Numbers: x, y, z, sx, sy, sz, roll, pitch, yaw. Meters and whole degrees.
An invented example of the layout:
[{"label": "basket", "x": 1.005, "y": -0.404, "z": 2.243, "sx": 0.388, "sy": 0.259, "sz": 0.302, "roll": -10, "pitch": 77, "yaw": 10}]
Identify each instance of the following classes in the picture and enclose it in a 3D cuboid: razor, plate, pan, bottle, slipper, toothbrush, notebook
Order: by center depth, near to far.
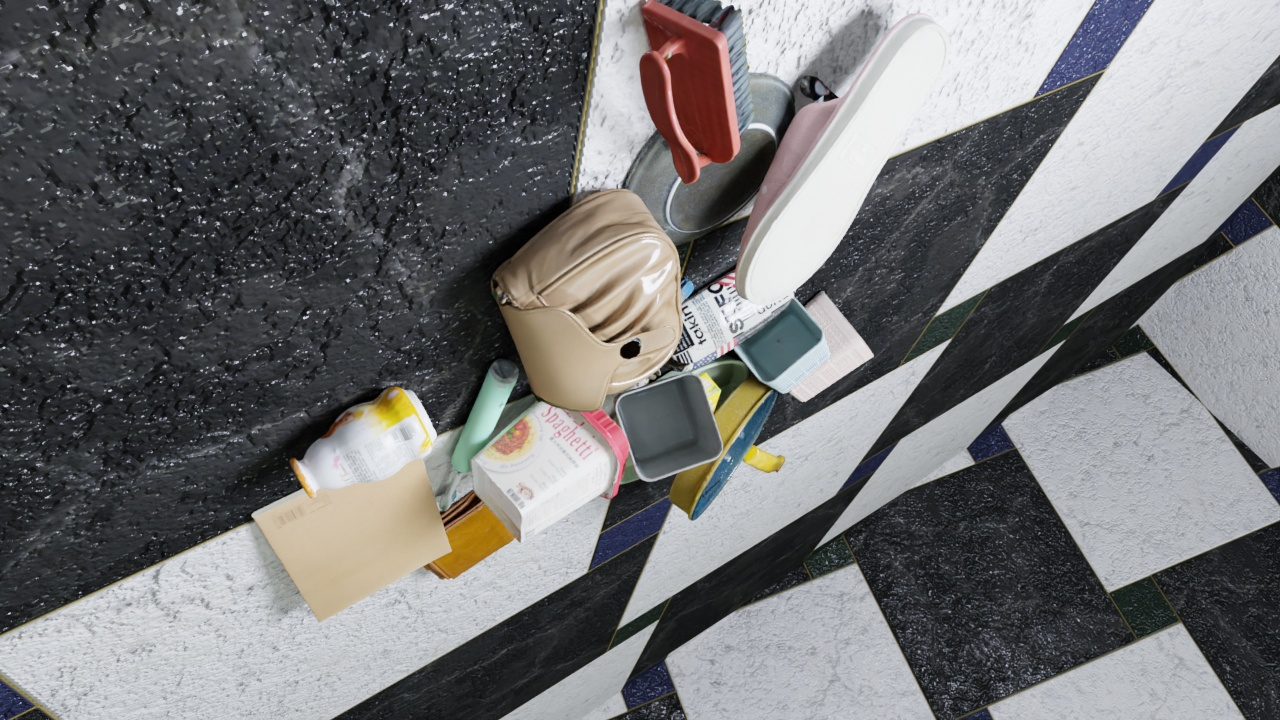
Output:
[{"label": "bottle", "x": -0.220, "y": 0.068, "z": 0.727, "sx": 0.108, "sy": 0.063, "sz": 0.063, "roll": -30, "pitch": 155, "yaw": -18}, {"label": "plate", "x": 0.063, "y": -0.156, "z": 0.764, "sx": 0.179, "sy": 0.024, "sz": 0.180, "roll": -31, "pitch": 156, "yaw": -16}, {"label": "slipper", "x": 0.158, "y": -0.167, "z": 0.779, "sx": 0.114, "sy": 0.054, "sz": 0.275, "roll": 5, "pitch": 124, "yaw": -47}, {"label": "razor", "x": 0.177, "y": -0.218, "z": 0.800, "sx": 0.142, "sy": 0.022, "sz": 0.042, "roll": 12, "pitch": 89, "yaw": -54}, {"label": "notebook", "x": -0.263, "y": 0.165, "z": 0.871, "sx": 0.149, "sy": 0.012, "sz": 0.212, "roll": -27, "pitch": 146, "yaw": -21}, {"label": "toothbrush", "x": -0.161, "y": 0.080, "z": 0.877, "sx": 0.027, "sy": 0.026, "sz": 0.225, "roll": -47, "pitch": 170, "yaw": -49}, {"label": "plate", "x": 0.036, "y": 0.072, "z": 1.135, "sx": 0.230, "sy": 0.027, "sz": 0.231, "roll": -30, "pitch": 155, "yaw": -16}, {"label": "pan", "x": 0.139, "y": 0.125, "z": 1.222, "sx": 0.198, "sy": 0.078, "sz": 0.357, "roll": -57, "pitch": 165, "yaw": 4}]

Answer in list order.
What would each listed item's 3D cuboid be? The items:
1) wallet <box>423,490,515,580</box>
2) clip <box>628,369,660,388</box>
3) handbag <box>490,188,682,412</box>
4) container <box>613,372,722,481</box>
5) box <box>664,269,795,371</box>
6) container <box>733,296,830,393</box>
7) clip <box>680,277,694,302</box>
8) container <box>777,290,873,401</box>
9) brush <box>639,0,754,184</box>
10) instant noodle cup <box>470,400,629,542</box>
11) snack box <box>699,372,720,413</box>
[{"label": "wallet", "x": -0.204, "y": 0.205, "z": 1.031, "sx": 0.119, "sy": 0.035, "sz": 0.131, "roll": -31, "pitch": 152, "yaw": -10}, {"label": "clip", "x": -0.007, "y": 0.007, "z": 0.951, "sx": 0.098, "sy": 0.035, "sz": 0.100, "roll": -33, "pitch": 164, "yaw": -23}, {"label": "handbag", "x": -0.034, "y": -0.037, "z": 0.751, "sx": 0.147, "sy": 0.099, "sz": 0.205, "roll": -29, "pitch": 152, "yaw": -11}, {"label": "container", "x": 0.023, "y": 0.064, "z": 0.942, "sx": 0.090, "sy": 0.090, "sz": 0.114, "roll": -18, "pitch": -178, "yaw": -5}, {"label": "box", "x": 0.087, "y": -0.052, "z": 0.974, "sx": 0.162, "sy": 0.075, "sz": 0.085, "roll": -35, "pitch": -171, "yaw": -13}, {"label": "container", "x": 0.164, "y": -0.020, "z": 1.072, "sx": 0.090, "sy": 0.090, "sz": 0.111, "roll": -40, "pitch": 159, "yaw": 7}, {"label": "clip", "x": 0.029, "y": -0.058, "z": 0.907, "sx": 0.057, "sy": 0.028, "sz": 0.024, "roll": -45, "pitch": 159, "yaw": -4}, {"label": "container", "x": 0.219, "y": -0.013, "z": 1.163, "sx": 0.111, "sy": 0.090, "sz": 0.090, "roll": -39, "pitch": 157, "yaw": 11}, {"label": "brush", "x": 0.037, "y": -0.180, "z": 0.630, "sx": 0.069, "sy": 0.063, "sz": 0.146, "roll": -51, "pitch": 157, "yaw": -11}, {"label": "instant noodle cup", "x": -0.090, "y": 0.100, "z": 0.883, "sx": 0.124, "sy": 0.116, "sz": 0.117, "roll": -36, "pitch": 158, "yaw": -27}, {"label": "snack box", "x": 0.041, "y": 0.078, "z": 1.079, "sx": 0.086, "sy": 0.033, "sz": 0.141, "roll": -28, "pitch": 153, "yaw": -22}]
